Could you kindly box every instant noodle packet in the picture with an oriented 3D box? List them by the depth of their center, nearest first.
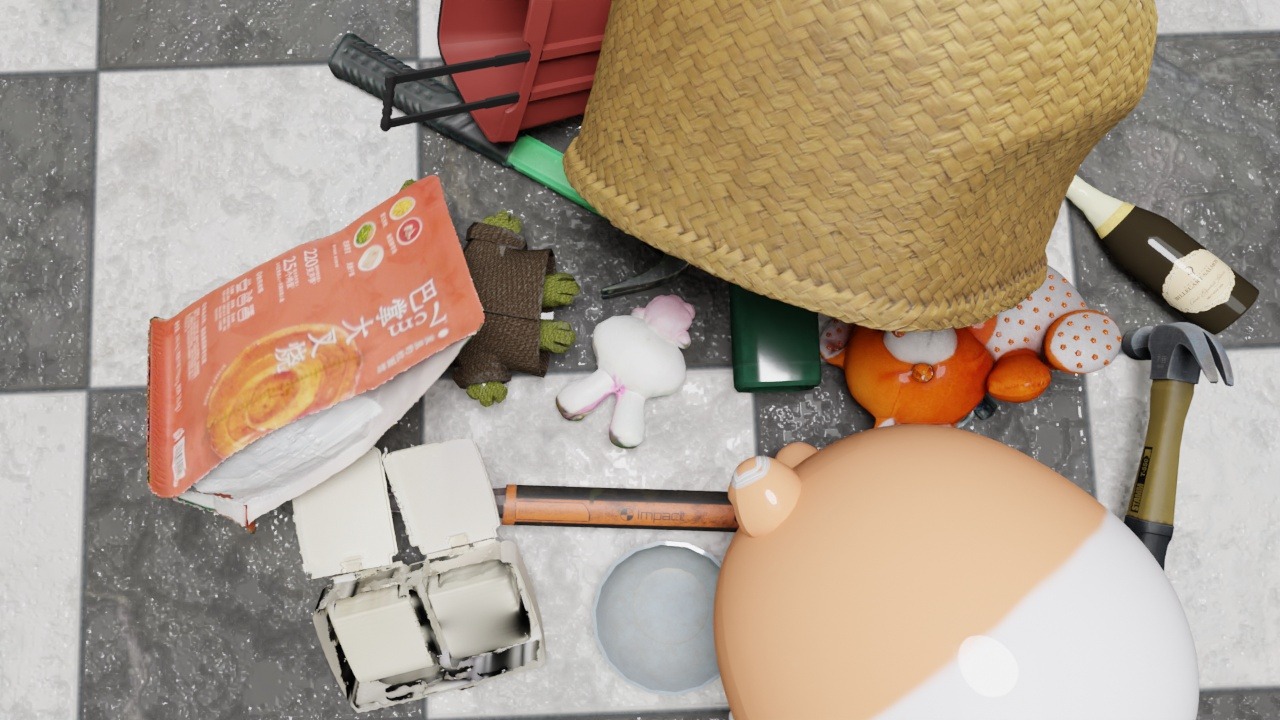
[{"bbox_3d":[-0.206,-0.018,0.593,0.221,0.084,0.164,-35,48,10],"label":"instant noodle packet"}]

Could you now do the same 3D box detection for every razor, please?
[{"bbox_3d":[0.203,0.071,0.675,0.043,0.022,0.144,44,85,5],"label":"razor"}]

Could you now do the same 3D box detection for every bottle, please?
[{"bbox_3d":[0.096,-0.044,0.667,0.061,0.061,0.131,-2,84,2],"label":"bottle"},{"bbox_3d":[0.365,-0.095,0.684,0.184,0.045,0.045,43,85,11],"label":"bottle"}]

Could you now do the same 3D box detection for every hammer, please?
[{"bbox_3d":[0.347,0.137,0.633,0.025,0.118,0.333,10,89,3],"label":"hammer"},{"bbox_3d":[-0.073,0.091,0.652,0.314,0.035,0.138,3,107,-4],"label":"hammer"},{"bbox_3d":[-0.093,-0.158,0.696,0.319,0.032,0.130,29,85,3],"label":"hammer"}]

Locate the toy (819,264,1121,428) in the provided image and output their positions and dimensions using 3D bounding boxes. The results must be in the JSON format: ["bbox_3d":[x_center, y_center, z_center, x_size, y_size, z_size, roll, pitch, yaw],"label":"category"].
[{"bbox_3d":[0.222,-0.020,0.648,0.172,0.093,0.163,-29,54,1],"label":"toy"}]

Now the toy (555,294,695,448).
[{"bbox_3d":[-0.004,0.004,0.674,0.079,0.038,0.122,34,85,16],"label":"toy"}]

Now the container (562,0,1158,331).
[{"bbox_3d":[0.123,-0.170,0.543,0.307,0.306,0.197,15,115,1],"label":"container"}]

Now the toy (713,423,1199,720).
[{"bbox_3d":[0.164,0.166,0.548,0.266,0.262,0.280,-43,76,15],"label":"toy"}]

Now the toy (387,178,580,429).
[{"bbox_3d":[-0.122,-0.039,0.657,0.153,0.078,0.179,4,86,1],"label":"toy"}]

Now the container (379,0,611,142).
[{"bbox_3d":[-0.097,-0.226,0.614,0.200,0.148,0.127,-17,65,-30],"label":"container"}]

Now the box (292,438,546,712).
[{"bbox_3d":[-0.152,0.144,0.627,0.143,0.050,0.184,-13,112,-3],"label":"box"}]

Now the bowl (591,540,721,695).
[{"bbox_3d":[0.021,0.178,0.650,0.106,0.039,0.106,0,89,5],"label":"bowl"}]
